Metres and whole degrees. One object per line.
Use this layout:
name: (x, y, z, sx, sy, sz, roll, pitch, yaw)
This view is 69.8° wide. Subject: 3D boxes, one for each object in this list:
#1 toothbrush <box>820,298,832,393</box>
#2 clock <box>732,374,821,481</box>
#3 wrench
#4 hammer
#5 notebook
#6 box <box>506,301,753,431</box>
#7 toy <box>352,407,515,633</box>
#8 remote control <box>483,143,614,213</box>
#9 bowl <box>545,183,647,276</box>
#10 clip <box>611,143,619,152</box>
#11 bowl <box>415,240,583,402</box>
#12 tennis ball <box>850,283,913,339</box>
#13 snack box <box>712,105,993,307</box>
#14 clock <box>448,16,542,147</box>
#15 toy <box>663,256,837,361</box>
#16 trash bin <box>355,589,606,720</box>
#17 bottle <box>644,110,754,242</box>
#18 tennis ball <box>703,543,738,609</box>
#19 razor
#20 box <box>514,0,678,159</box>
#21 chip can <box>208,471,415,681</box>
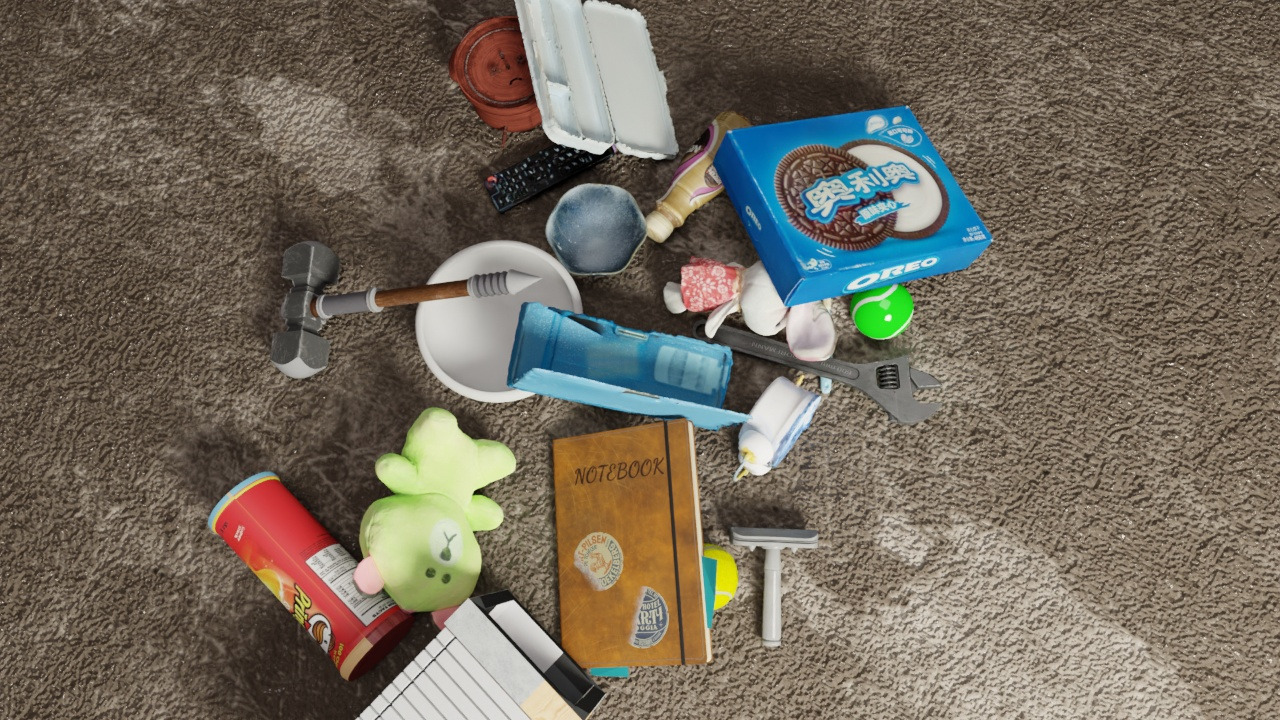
toothbrush: (0.203, -0.040, 1.005, 0.022, 0.016, 0.154, 5, 76, -7)
clock: (0.134, 0.074, 0.940, 0.052, 0.089, 0.125, 34, 77, 15)
wrench: (0.185, 0.004, 0.979, 0.273, 0.018, 0.073, 17, 77, 14)
hammer: (-0.244, -0.067, 0.949, 0.323, 0.043, 0.156, -5, 74, 24)
notebook: (-0.006, 0.190, 0.912, 0.179, 0.014, 0.249, -11, 74, 27)
box: (-0.005, 0.006, 0.907, 0.231, 0.112, 0.094, 14, 83, -18)
toy: (-0.212, 0.156, 0.921, 0.150, 0.107, 0.196, 36, 72, -34)
remote control: (-0.104, -0.220, 1.059, 0.150, 0.022, 0.047, -27, 77, -3)
bowl: (-0.047, -0.136, 1.017, 0.110, 0.055, 0.110, -1, 75, 2)
clip: (-0.039, -0.268, 1.074, 0.043, 0.014, 0.051, 9, 74, 4)
bowl: (-0.148, -0.037, 0.987, 0.176, 0.066, 0.176, 0, 75, 2)
tennis ball: (0.258, -0.055, 0.981, 0.065, 0.065, 0.065, 0, 75, 1)
snack box: (0.222, -0.169, 0.968, 0.238, 0.056, 0.195, -13, 64, -20)
clock: (-0.156, -0.338, 1.064, 0.120, 0.072, 0.157, -27, 77, -5)
toy: (0.118, -0.068, 0.971, 0.194, 0.084, 0.158, 2, 50, 14)
trash bin: (-0.177, 0.353, 0.835, 0.142, 0.142, 0.247, 44, 86, 11)
bottle: (0.064, -0.202, 1.029, 0.059, 0.060, 0.166, 38, 81, 10)
tennis ball: (0.065, 0.216, 0.916, 0.065, 0.065, 0.065, 0, 75, 1)
razor: (0.133, 0.228, 0.926, 0.088, 0.047, 0.116, 2, 83, 2)
box: (-0.050, -0.326, 1.034, 0.191, 0.045, 0.209, -3, 72, -40)
chip can: (-0.329, 0.213, 0.919, 0.213, 0.087, 0.087, 42, 80, 12)
